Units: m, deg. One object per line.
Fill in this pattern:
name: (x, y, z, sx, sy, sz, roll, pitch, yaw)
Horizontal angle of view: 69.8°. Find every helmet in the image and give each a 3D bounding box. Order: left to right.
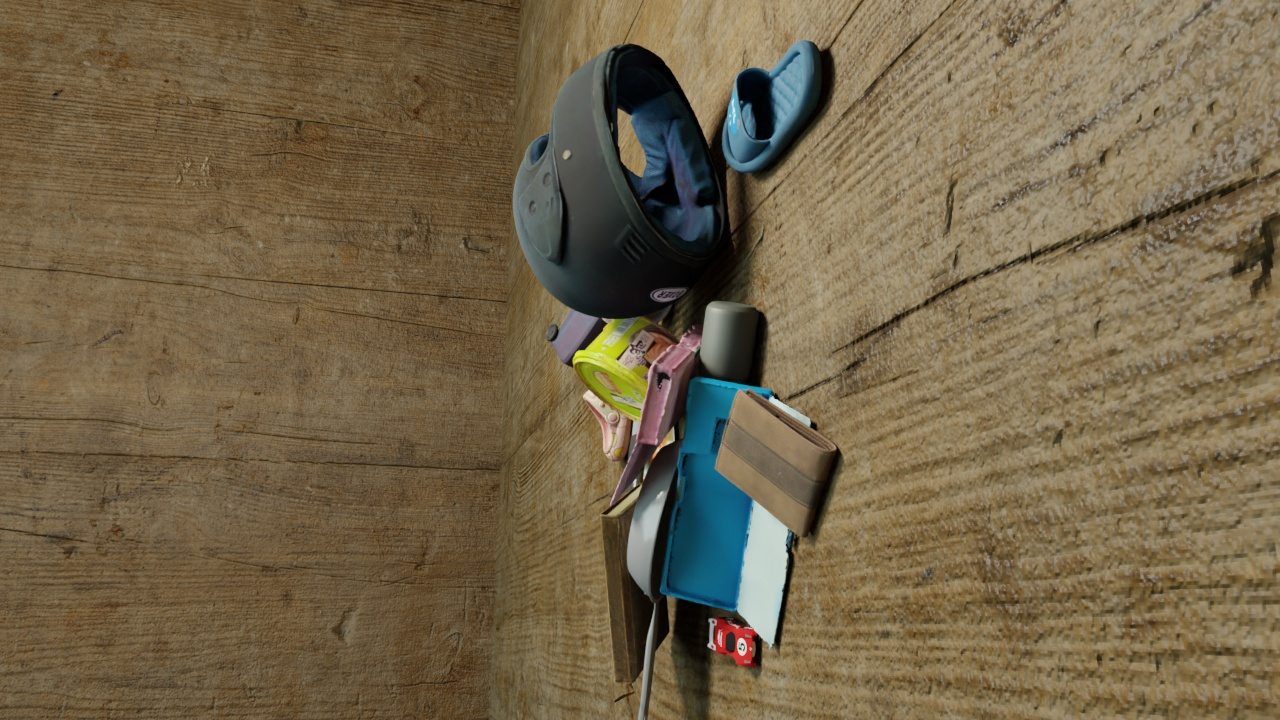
helmet: (-0.046, -0.206, 1.164, 0.237, 0.248, 0.316, -22, 81, 41)

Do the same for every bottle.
bottle: (0.096, -0.009, 1.023, 0.060, 0.060, 0.108, -143, 59, -72)

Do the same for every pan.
pan: (0.018, 0.257, 1.073, 0.200, 0.051, 0.356, 3, -81, -74)

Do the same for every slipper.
slipper: (-0.056, 0.068, 1.515, 0.093, 0.081, 0.197, -166, 79, -76)
slipper: (0.130, -0.267, 0.981, 0.214, 0.059, 0.103, 158, 113, -71)

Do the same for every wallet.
wallet: (0.126, 0.095, 0.870, 0.121, 0.026, 0.099, 35, 124, 38)

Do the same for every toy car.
toy car: (0.100, 0.301, 0.986, 0.090, 0.025, 0.038, 162, 112, -73)

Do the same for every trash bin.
trash bin: (-0.062, -0.064, 1.455, 0.161, 0.093, 0.092, -54, 35, 16)

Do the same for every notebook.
notebook: (-0.011, 0.275, 1.117, 0.189, 0.034, 0.215, -27, -66, -69)

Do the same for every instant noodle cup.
instant noodle cup: (-0.007, 0.007, 1.230, 0.097, 0.146, 0.146, -54, 5, -20)

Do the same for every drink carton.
drink carton: (0.024, 0.133, 1.303, 0.122, 0.038, 0.069, 131, 142, -56)

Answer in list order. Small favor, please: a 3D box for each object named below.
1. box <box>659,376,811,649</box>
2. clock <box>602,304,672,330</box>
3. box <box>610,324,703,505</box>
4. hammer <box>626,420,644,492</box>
box: (0.109, 0.152, 0.961, 0.170, 0.071, 0.244, 17, 105, 42)
clock: (-0.005, -0.118, 1.325, 0.059, 0.116, 0.158, 25, 110, 62)
box: (0.033, 0.059, 1.068, 0.232, 0.039, 0.179, -44, -27, -69)
hammer: (-0.002, 0.127, 1.293, 0.125, 0.029, 0.310, -45, 33, 50)
